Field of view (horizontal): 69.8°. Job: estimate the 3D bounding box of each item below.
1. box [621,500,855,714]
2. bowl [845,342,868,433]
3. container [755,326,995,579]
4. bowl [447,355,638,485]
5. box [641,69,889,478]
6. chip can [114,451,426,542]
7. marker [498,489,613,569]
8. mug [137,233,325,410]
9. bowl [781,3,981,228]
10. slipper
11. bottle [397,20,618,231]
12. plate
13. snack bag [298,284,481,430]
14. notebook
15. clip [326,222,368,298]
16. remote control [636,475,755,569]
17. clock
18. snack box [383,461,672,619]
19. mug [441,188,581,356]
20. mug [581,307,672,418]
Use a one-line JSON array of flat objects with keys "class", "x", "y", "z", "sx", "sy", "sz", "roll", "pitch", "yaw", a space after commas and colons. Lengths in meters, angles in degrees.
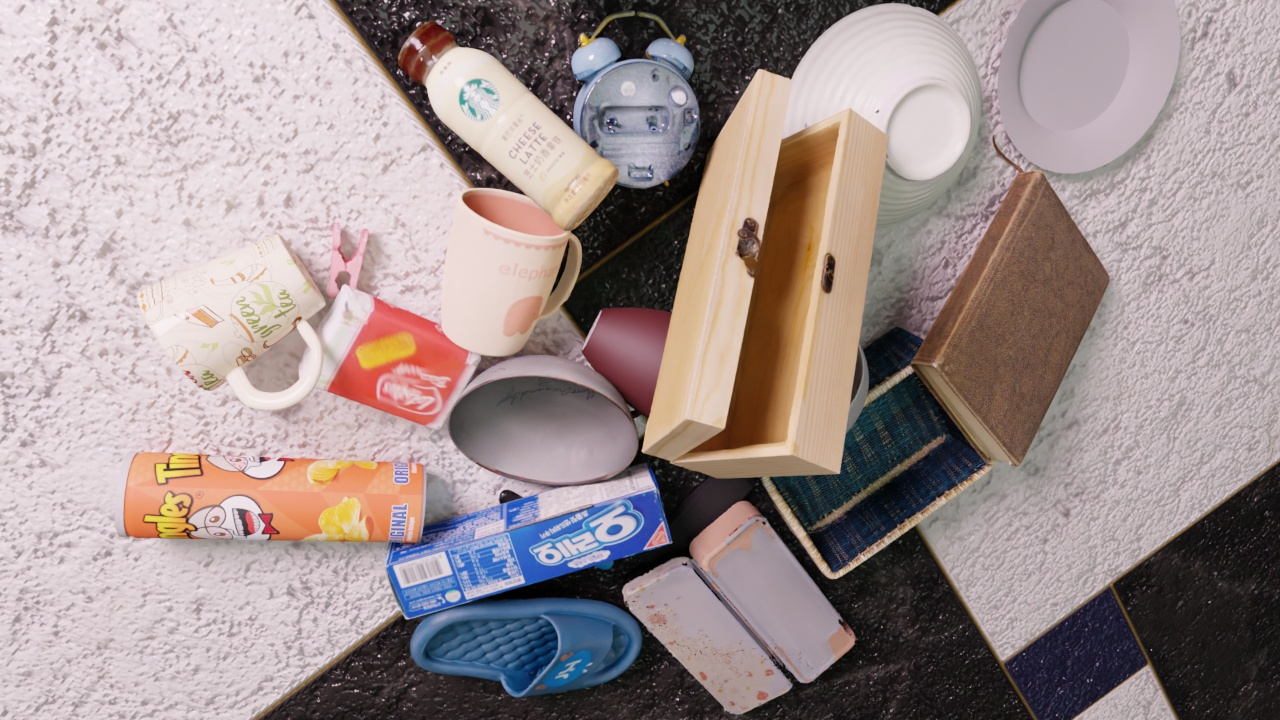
[{"class": "box", "x": 0.095, "y": 0.243, "z": 0.867, "sx": 0.154, "sy": 0.058, "sz": 0.216, "roll": -37, "pitch": 120, "yaw": 0}, {"class": "bowl", "x": 0.117, "y": 0.022, "z": 0.745, "sx": 0.132, "sy": 0.131, "sz": 0.064, "roll": -34, "pitch": 148, "yaw": -1}, {"class": "container", "x": 0.199, "y": 0.081, "z": 0.814, "sx": 0.187, "sy": 0.071, "sz": 0.145, "roll": -35, "pitch": 116, "yaw": -1}, {"class": "bowl", "x": -0.072, "y": 0.037, "z": 0.713, "sx": 0.151, "sy": 0.056, "sz": 0.151, "roll": 3, "pitch": 143, "yaw": 2}, {"class": "box", "x": 0.068, "y": -0.054, "z": 0.634, "sx": 0.122, "sy": 0.141, "sz": 0.248, "roll": 25, "pitch": 70, "yaw": -33}, {"class": "chip can", "x": -0.273, "y": 0.105, "z": 0.695, "sx": 0.210, "sy": 0.062, "sz": 0.062, "roll": 5, "pitch": 109, "yaw": -17}, {"class": "marker", "x": -0.072, "y": 0.146, "z": 0.796, "sx": 0.123, "sy": 0.015, "sz": 0.018, "roll": 37, "pitch": 103, "yaw": -22}, {"class": "mug", "x": -0.265, "y": -0.022, "z": 0.629, "sx": 0.097, "sy": 0.081, "sz": 0.122, "roll": -32, "pitch": 78, "yaw": -10}, {"class": "bowl", "x": 0.204, "y": -0.182, "z": 0.713, "sx": 0.177, "sy": 0.071, "sz": 0.177, "roll": -5, "pitch": 112, "yaw": -13}, {"class": "slipper", "x": -0.095, "y": 0.256, "z": 0.796, "sx": 0.213, "sy": 0.059, "sz": 0.104, "roll": 15, "pitch": 118, "yaw": -30}, {"class": "bottle", "x": -0.091, "y": -0.161, "z": 0.624, "sx": 0.162, "sy": 0.056, "sz": 0.056, "roll": 41, "pitch": 96, "yaw": -3}, {"class": "plate", "x": 0.368, "y": -0.244, "z": 0.764, "sx": 0.172, "sy": 0.019, "sz": 0.173, "roll": -5, "pitch": 112, "yaw": -14}, {"class": "snack bag", "x": -0.185, "y": 0.000, "z": 0.685, "sx": 0.115, "sy": 0.036, "sz": 0.077, "roll": 24, "pitch": 108, "yaw": -30}, {"class": "notebook", "x": 0.306, "y": -0.050, "z": 0.770, "sx": 0.190, "sy": 0.035, "sz": 0.215, "roll": 44, "pitch": 70, "yaw": -27}, {"class": "clip", "x": -0.219, "y": -0.071, "z": 0.665, "sx": 0.038, "sy": 0.022, "sz": 0.059, "roll": 4, "pitch": 111, "yaw": -22}, {"class": "remote control", "x": 0.049, "y": 0.142, "z": 0.829, "sx": 0.125, "sy": 0.010, "sz": 0.039, "roll": -43, "pitch": 116, "yaw": 4}, {"class": "clock", "x": -0.005, "y": -0.186, "z": 0.663, "sx": 0.088, "sy": 0.051, "sz": 0.125, "roll": -5, "pitch": 111, "yaw": -13}, {"class": "snack box", "x": -0.091, "y": 0.146, "z": 0.753, "sx": 0.226, "sy": 0.059, "sz": 0.059, "roll": -16, "pitch": 110, "yaw": -2}, {"class": "mug", "x": -0.092, "y": -0.063, "z": 0.678, "sx": 0.111, "sy": 0.085, "sz": 0.104, "roll": -7, "pitch": 126, "yaw": -45}, {"class": "mug", "x": -0.004, "y": 0.004, "z": 0.732, "sx": 0.088, "sy": 0.086, "sz": 0.114, "roll": 26, "pitch": 130, "yaw": -7}]
